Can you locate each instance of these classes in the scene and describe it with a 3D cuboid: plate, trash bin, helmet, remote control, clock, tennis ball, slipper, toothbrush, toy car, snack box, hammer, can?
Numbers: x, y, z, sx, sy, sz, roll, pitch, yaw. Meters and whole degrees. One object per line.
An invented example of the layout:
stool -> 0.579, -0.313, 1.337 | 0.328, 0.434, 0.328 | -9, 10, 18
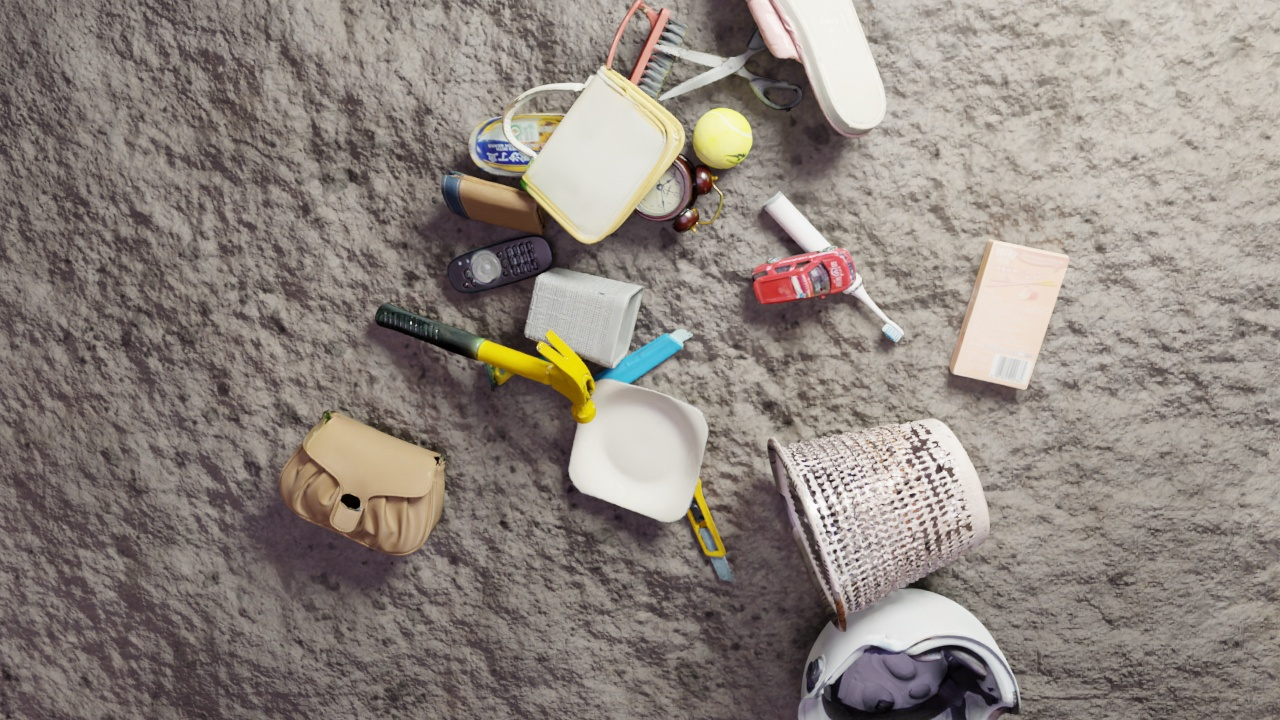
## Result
plate -> 0.000, 0.107, 1.129 | 0.164, 0.034, 0.164 | 19, 111, 13
trash bin -> 0.269, 0.164, 1.031 | 0.192, 0.227, 0.227 | -20, 101, 0
helmet -> 0.302, 0.367, 1.096 | 0.229, 0.145, 0.259 | 24, 124, -11
remote control -> -0.168, -0.117, 1.112 | 0.136, 0.024, 0.053 | -13, 104, 14
clock -> 0.035, -0.193, 1.042 | 0.122, 0.055, 0.082 | 24, 106, 5
tennis ball -> 0.090, -0.245, 1.015 | 0.065, 0.065, 0.065 | 2, 105, 8
slipper -> 0.171, -0.356, 0.958 | 0.055, 0.114, 0.274 | -22, 96, 59
toothbrush -> 0.224, -0.105, 1.050 | 0.026, 0.027, 0.221 | -45, 95, -8
toy car -> 0.183, -0.092, 1.035 | 0.121, 0.045, 0.053 | -12, 115, 31
snack box -> 0.413, -0.051, 1.033 | 0.084, 0.026, 0.157 | 13, 106, 6
hammer -> -0.190, -0.013, 1.097 | 0.301, 0.032, 0.129 | 18, 145, 20
can -> -0.121, -0.247, 1.057 | 0.148, 0.049, 0.075 | 2, 105, 8

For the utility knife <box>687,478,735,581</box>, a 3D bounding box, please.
utility knife -> 0.078, 0.200, 1.159 | 0.033, 0.015, 0.192 | -20, 100, 17

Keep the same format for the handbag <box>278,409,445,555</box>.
handbag -> -0.354, 0.161, 1.176 | 0.204, 0.099, 0.148 | 22, 104, -1

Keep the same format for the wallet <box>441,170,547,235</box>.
wallet -> -0.168, -0.181, 1.065 | 0.115, 0.090, 0.033 | 16, 77, 5

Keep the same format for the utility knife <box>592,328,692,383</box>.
utility knife -> -0.007, 0.007, 1.122 | 0.162, 0.018, 0.034 | -32, 110, 14

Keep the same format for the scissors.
scissors -> 0.104, -0.318, 0.994 | 0.159, 0.014, 0.178 | 43, 92, -17

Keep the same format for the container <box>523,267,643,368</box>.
container -> -0.068, -0.055, 1.080 | 0.114, 0.090, 0.090 | 17, 106, 7

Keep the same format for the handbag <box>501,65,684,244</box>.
handbag -> -0.061, -0.238, 0.994 | 0.179, 0.063, 0.164 | 42, 113, 4

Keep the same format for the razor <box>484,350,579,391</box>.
razor -> -0.131, 0.004, 1.134 | 0.133, 0.028, 0.043 | -14, 89, 18

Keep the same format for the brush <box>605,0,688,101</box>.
brush -> -0.007, -0.319, 1.013 | 0.069, 0.063, 0.146 | 23, 109, -10
